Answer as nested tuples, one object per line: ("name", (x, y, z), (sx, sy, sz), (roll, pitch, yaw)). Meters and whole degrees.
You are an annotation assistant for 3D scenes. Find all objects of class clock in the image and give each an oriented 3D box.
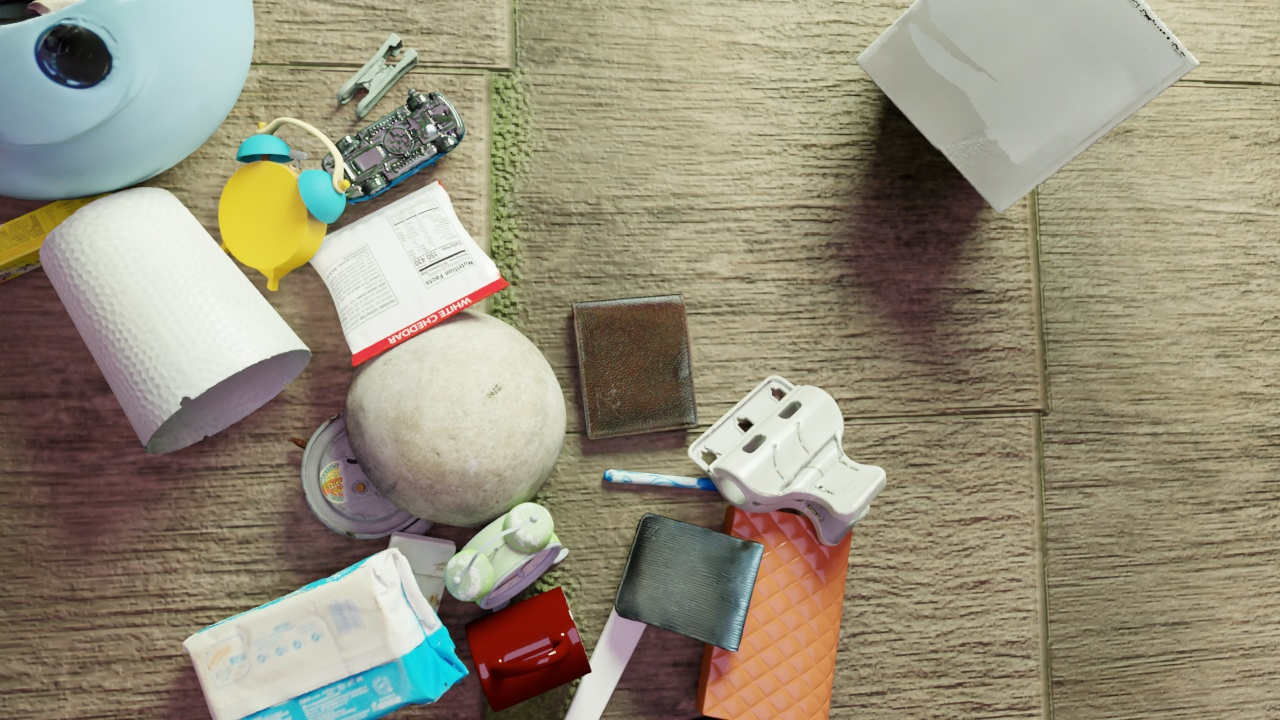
("clock", (-0.286, -0.126, 0.728), (0.099, 0.043, 0.130), (34, 103, 13))
("clock", (-0.207, 0.100, 0.736), (0.103, 0.056, 0.148), (-35, 91, -12))
("clock", (-0.107, 0.155, 0.726), (0.094, 0.119, 0.042), (-39, 73, -11))

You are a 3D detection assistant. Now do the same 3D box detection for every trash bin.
("trash bin", (-0.352, -0.034, 0.688), (0.133, 0.133, 0.161), (-36, 88, -10))

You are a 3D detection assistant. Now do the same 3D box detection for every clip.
("clip", (0.129, 0.083, 0.764), (0.144, 0.075, 0.124), (39, 62, 23))
("clip", (-0.222, -0.238, 0.770), (0.045, 0.023, 0.076), (39, 80, -3))

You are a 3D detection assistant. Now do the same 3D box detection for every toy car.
("toy car", (-0.203, -0.176, 0.758), (0.120, 0.043, 0.056), (-34, 93, -6))

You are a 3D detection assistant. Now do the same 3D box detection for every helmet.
("helmet", (-0.395, -0.213, 0.657), (0.265, 0.225, 0.167), (-25, 128, -9))

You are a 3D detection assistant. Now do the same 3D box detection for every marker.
("marker", (0.038, 0.106, 0.798), (0.141, 0.013, 0.013), (6, 86, -9))

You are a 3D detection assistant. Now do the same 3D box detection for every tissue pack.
("tissue pack", (-0.238, 0.225, 0.693), (0.209, 0.066, 0.117), (-24, 91, 12))

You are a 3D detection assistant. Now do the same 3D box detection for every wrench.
("wrench", (-0.050, 0.303, 0.771), (0.066, 0.018, 0.273), (27, 82, -7))

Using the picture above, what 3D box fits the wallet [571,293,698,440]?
("wallet", (-0.005, 0.005, 0.789), (0.099, 0.031, 0.120), (-5, 89, -6))

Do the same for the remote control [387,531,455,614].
("remote control", (-0.189, 0.202, 0.730), (0.050, 0.011, 0.136), (14, 103, -19))

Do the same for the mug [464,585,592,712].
("mug", (-0.088, 0.230, 0.722), (0.082, 0.106, 0.073), (-20, 88, -10))

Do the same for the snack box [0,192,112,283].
("snack box", (-0.478, -0.089, 0.710), (0.148, 0.040, 0.029), (-27, 92, -10))

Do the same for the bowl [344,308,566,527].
("bowl", (-0.131, 0.035, 0.710), (0.178, 0.081, 0.178), (9, 70, -25))

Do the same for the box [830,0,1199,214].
("box", (0.283, -0.240, 0.796), (0.172, 0.379, 0.167), (-43, 94, 7))

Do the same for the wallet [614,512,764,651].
("wallet", (0.037, 0.178, 0.749), (0.115, 0.026, 0.089), (10, 75, 25))

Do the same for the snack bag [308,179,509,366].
("snack bag", (-0.192, -0.077, 0.731), (0.130, 0.039, 0.144), (-29, 56, -10))

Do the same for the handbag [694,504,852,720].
("handbag", (0.115, 0.217, 0.776), (0.109, 0.060, 0.171), (11, 76, -1))

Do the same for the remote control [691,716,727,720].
("remote control", (0.079, 0.318, 0.794), (0.140, 0.009, 0.030), (-11, 89, -10))
